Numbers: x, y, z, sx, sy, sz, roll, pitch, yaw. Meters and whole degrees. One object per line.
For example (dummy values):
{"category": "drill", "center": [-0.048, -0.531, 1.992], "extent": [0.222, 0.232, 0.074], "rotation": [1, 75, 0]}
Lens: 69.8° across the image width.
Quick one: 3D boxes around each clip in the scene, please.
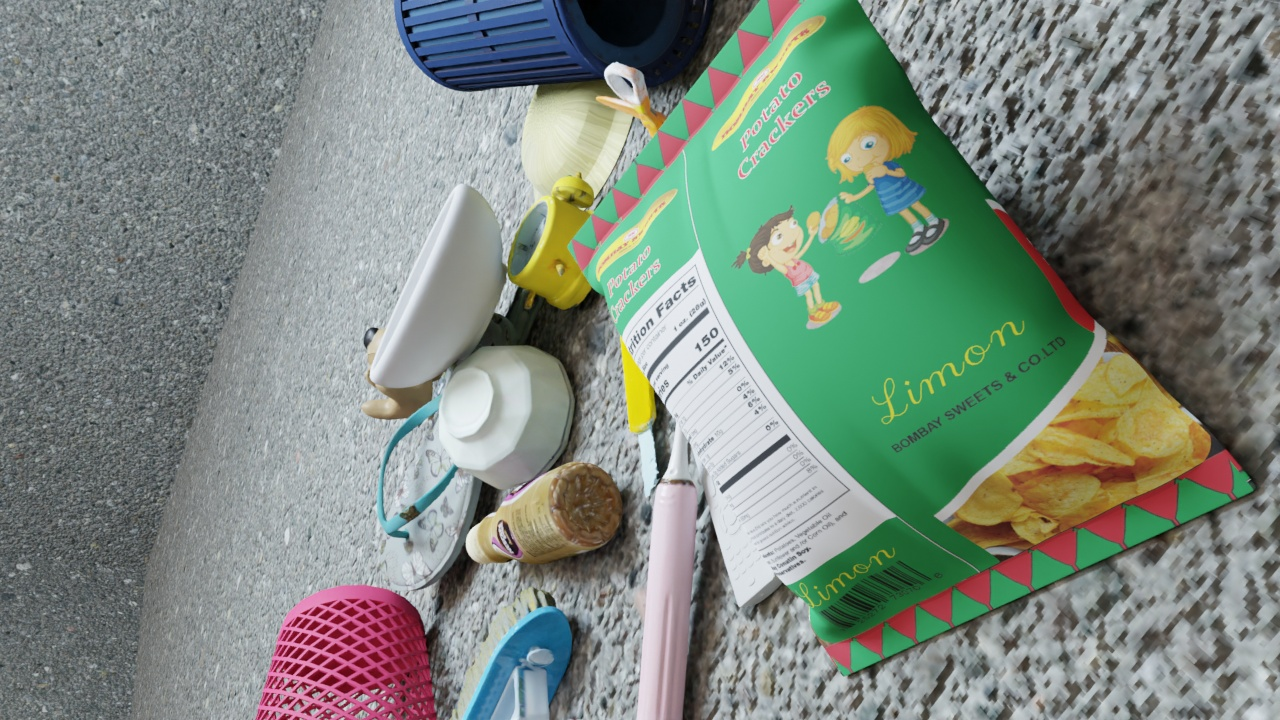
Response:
{"category": "clip", "center": [-0.110, -0.039, 0.816], "extent": [0.050, 0.023, 0.078], "rotation": [41, 114, 55]}

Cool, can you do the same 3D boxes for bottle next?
{"category": "bottle", "center": [-0.078, 0.119, 0.661], "extent": [0.166, 0.059, 0.059], "rotation": [-31, 52, 51]}

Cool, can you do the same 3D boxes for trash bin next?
{"category": "trash bin", "center": [-0.081, -0.277, 0.706], "extent": [0.250, 0.139, 0.139], "rotation": [15, 91, 48]}

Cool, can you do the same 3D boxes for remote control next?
{"category": "remote control", "center": [0.051, 0.073, 0.515], "extent": [0.033, 0.012, 0.130], "rotation": [-53, 37, 37]}

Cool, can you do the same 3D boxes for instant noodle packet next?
{"category": "instant noodle packet", "center": [0.081, -0.009, 0.390], "extent": [0.196, 0.090, 0.252], "rotation": [-45, 72, 41]}

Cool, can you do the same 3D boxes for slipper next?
{"category": "slipper", "center": [-0.176, 0.084, 0.796], "extent": [0.098, 0.054, 0.269], "rotation": [28, 99, 37]}

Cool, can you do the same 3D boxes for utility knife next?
{"category": "utility knife", "center": [-0.004, 0.004, 0.627], "extent": [0.031, 0.018, 0.190], "rotation": [-47, 37, 46]}

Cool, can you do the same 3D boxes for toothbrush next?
{"category": "toothbrush", "center": [0.019, 0.102, 0.524], "extent": [0.027, 0.026, 0.222], "rotation": [2, 82, 26]}

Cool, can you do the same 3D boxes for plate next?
{"category": "plate", "center": [-0.066, -0.212, 0.802], "extent": [0.185, 0.036, 0.184], "rotation": [-31, 53, 50]}

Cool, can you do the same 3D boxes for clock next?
{"category": "clock", "center": [-0.064, -0.096, 0.732], "extent": [0.084, 0.057, 0.118], "rotation": [-41, 37, 44]}

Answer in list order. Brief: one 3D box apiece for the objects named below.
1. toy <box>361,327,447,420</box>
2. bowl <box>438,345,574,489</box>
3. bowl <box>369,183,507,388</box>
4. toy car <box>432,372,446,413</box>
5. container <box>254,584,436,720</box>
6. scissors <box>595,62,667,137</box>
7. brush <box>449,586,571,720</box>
{"category": "toy", "center": [-0.234, 0.009, 0.934], "extent": [0.134, 0.105, 0.108], "rotation": [-46, 30, 45]}
{"category": "bowl", "center": [-0.115, 0.038, 0.715], "extent": [0.118, 0.061, 0.117], "rotation": [-11, 70, 32]}
{"category": "bowl", "center": [-0.155, -0.052, 0.751], "extent": [0.177, 0.066, 0.176], "rotation": [-54, 21, 31]}
{"category": "toy car", "center": [-0.160, 0.045, 0.846], "extent": [0.091, 0.036, 0.042], "rotation": [37, 107, 45]}
{"category": "container", "center": [-0.242, 0.312, 0.754], "extent": [0.184, 0.183, 0.225], "rotation": [-59, 27, 25]}
{"category": "scissors", "center": [0.006, -0.164, 0.610], "extent": [0.125, 0.128, 0.011], "rotation": [31, 85, 39]}
{"category": "brush", "center": [-0.084, 0.227, 0.626], "extent": [0.136, 0.055, 0.075], "rotation": [-65, 27, 16]}
